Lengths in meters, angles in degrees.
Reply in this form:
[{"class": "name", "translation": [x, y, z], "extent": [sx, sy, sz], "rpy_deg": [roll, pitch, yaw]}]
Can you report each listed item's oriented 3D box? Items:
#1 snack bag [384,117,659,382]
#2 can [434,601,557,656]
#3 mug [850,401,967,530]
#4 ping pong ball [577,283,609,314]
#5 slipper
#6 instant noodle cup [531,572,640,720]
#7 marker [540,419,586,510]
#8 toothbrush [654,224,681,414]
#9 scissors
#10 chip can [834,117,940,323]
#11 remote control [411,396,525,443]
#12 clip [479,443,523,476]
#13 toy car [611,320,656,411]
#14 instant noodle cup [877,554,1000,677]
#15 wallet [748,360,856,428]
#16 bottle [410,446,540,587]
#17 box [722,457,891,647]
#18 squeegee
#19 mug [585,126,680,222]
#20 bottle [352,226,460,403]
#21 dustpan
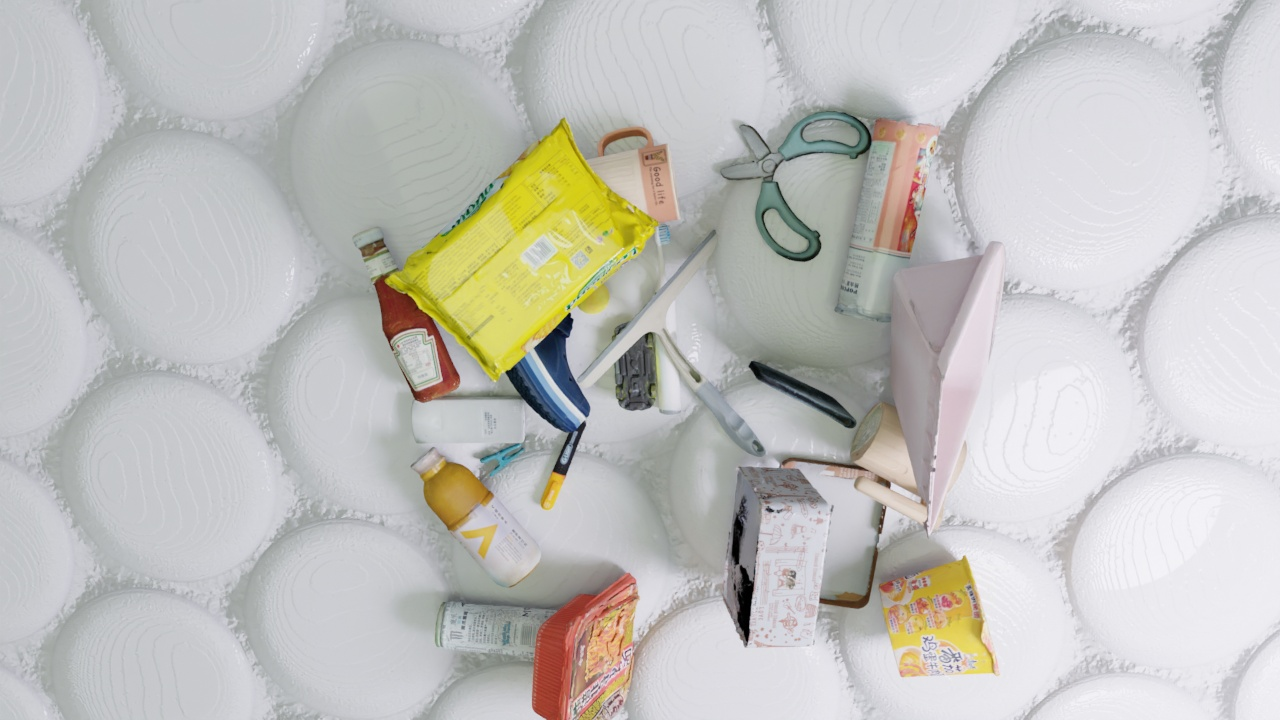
[{"class": "snack bag", "translation": [-0.117, -0.108, 0.940], "extent": [0.246, 0.068, 0.158], "rpy_deg": [-43, 98, 1]}, {"class": "can", "translation": [-0.175, 0.332, 1.133], "extent": [0.147, 0.058, 0.058], "rpy_deg": [5, 102, 2]}, {"class": "mug", "translation": [0.299, 0.119, 1.042], "extent": [0.103, 0.124, 0.084], "rpy_deg": [26, 144, -2]}, {"class": "ping pong ball", "translation": [-0.056, -0.073, 1.052], "extent": [0.040, 0.040, 0.040], "rpy_deg": [0, 102, 2]}, {"class": "slipper", "translation": [-0.127, -0.038, 1.039], "extent": [0.095, 0.105, 0.253], "rpy_deg": [-33, 101, -12]}, {"class": "instant noodle cup", "translation": [-0.067, 0.355, 1.094], "extent": [0.079, 0.164, 0.189], "rpy_deg": [11, 103, 24]}, {"class": "marker", "translation": [-0.093, 0.125, 1.108], "extent": [0.018, 0.015, 0.124], "rpy_deg": [21, 100, -7]}, {"class": "toothbrush", "translation": [0.028, -0.047, 1.062], "extent": [0.026, 0.026, 0.221], "rpy_deg": [1, 102, 21]}, {"class": "scissors", "translation": [0.180, -0.193, 1.030], "extent": [0.170, 0.019, 0.179], "rpy_deg": [-11, 102, 3]}, {"class": "chip can", "translation": [0.269, -0.153, 1.007], "extent": [0.071, 0.071, 0.215], "rpy_deg": [9, 102, 0]}, {"class": "remote control", "translation": [-0.206, 0.071, 1.099], "extent": [0.135, 0.019, 0.056], "rpy_deg": [-1, 102, 3]}, {"class": "clip", "translation": [-0.166, 0.117, 1.111], "extent": [0.057, 0.015, 0.049], "rpy_deg": [-29, 97, 7]}, {"class": "toy car", "translation": [-0.006, 0.006, 1.072], "extent": [0.048, 0.032, 0.105], "rpy_deg": [-4, 90, 3]}, {"class": "instant noodle cup", "translation": [0.345, 0.306, 1.074], "extent": [0.110, 0.137, 0.138], "rpy_deg": [-14, 101, 13]}, {"class": "wallet", "translation": [0.180, 0.036, 1.037], "extent": [0.121, 0.097, 0.019], "rpy_deg": [27, 97, -4]}, {"class": "bottle", "translation": [-0.199, 0.185, 1.098], "extent": [0.068, 0.068, 0.189], "rpy_deg": [-38, 98, 9]}, {"class": "box", "translation": [0.204, 0.222, 1.054], "extent": [0.193, 0.157, 0.183], "rpy_deg": [3, 104, -6]}, {"class": "squeegee", "translation": [0.069, 0.023, 1.056], "extent": [0.245, 0.039, 0.246], "rpy_deg": [-49, 115, -23]}, {"class": "mug", "translation": [-0.016, -0.202, 1.010], "extent": [0.106, 0.082, 0.114], "rpy_deg": [-9, 75, 5]}, {"class": "bottle", "translation": [-0.273, -0.053, 1.056], "extent": [0.060, 0.059, 0.206], "rpy_deg": [-22, 100, 6]}, {"class": "dustpan", "translation": [0.338, 0.005, 0.936], "extent": [0.139, 0.272, 0.223], "rpy_deg": [-6, 133, 5]}]
